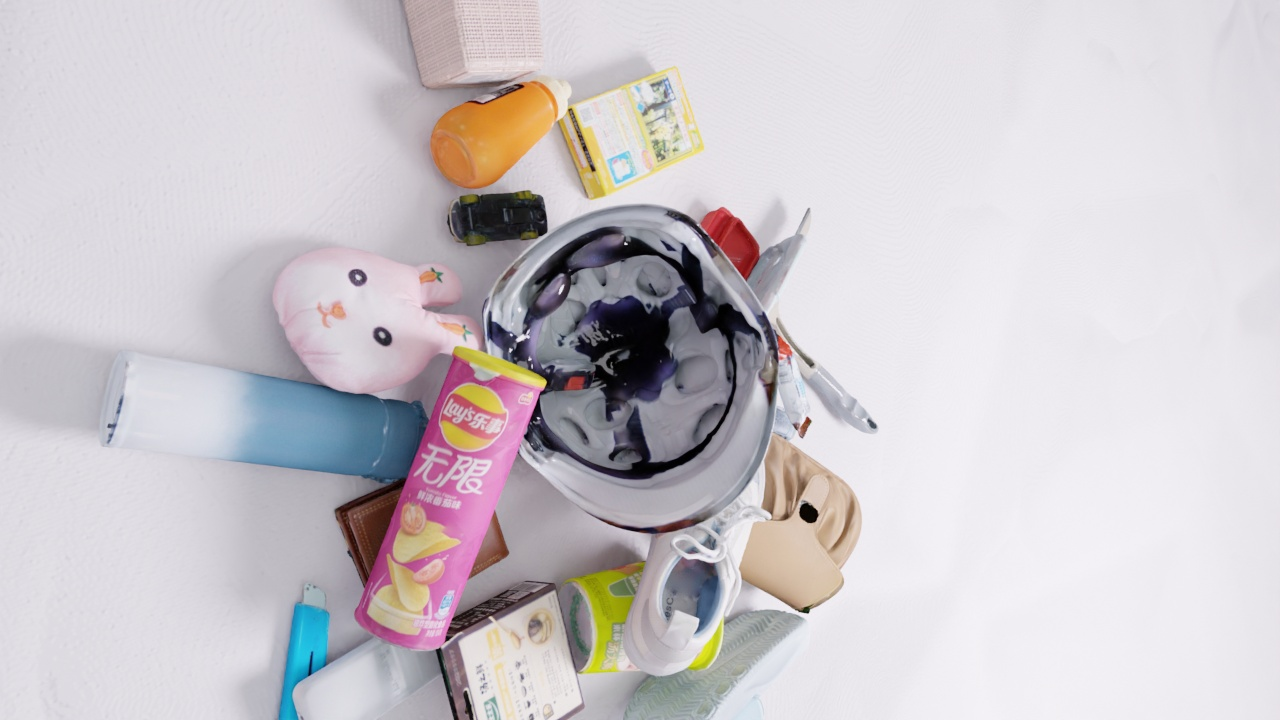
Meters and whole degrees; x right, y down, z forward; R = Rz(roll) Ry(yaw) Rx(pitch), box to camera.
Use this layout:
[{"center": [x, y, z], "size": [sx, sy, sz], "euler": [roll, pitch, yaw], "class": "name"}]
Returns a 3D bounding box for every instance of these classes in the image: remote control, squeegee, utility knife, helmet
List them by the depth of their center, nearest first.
[{"center": [-0.249, 0.245, 0.677], "size": [0.034, 0.018, 0.159], "euler": [8, 82, -37], "class": "utility knife"}, {"center": [-0.199, 0.240, 0.705], "size": [0.135, 0.020, 0.056], "euler": [-25, 104, -46], "class": "remote control"}, {"center": [-0.005, 0.005, 0.774], "size": [0.229, 0.146, 0.258], "euler": [-28, 94, 3], "class": "helmet"}, {"center": [0.191, 0.005, 1.014], "size": [0.246, 0.039, 0.245], "euler": [46, 58, -30], "class": "squeegee"}]

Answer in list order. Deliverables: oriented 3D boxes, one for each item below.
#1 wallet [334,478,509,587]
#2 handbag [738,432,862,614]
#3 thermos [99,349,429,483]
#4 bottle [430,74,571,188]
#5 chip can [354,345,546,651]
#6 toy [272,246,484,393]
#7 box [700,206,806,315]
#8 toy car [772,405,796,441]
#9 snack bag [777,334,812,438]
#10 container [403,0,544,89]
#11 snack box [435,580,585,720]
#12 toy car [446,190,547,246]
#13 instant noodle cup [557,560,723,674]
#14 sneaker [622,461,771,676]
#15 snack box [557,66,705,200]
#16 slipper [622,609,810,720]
[{"center": [-0.170, 0.139, 0.735], "size": [0.124, 0.032, 0.101], "euler": [-25, 107, -35], "class": "wallet"}, {"center": [0.139, 0.158, 0.930], "size": [0.204, 0.100, 0.147], "euler": [33, 67, -27], "class": "handbag"}, {"center": [-0.254, 0.046, 0.649], "size": [0.220, 0.070, 0.070], "euler": [15, 80, -37], "class": "thermos"}, {"center": [-0.108, -0.201, 0.773], "size": [0.149, 0.067, 0.067], "euler": [-46, 116, -38], "class": "bottle"}, {"center": [-0.138, 0.099, 0.669], "size": [0.071, 0.071, 0.210], "euler": [20, 92, -36], "class": "chip can"}, {"center": [-0.193, -0.035, 0.696], "size": [0.159, 0.054, 0.121], "euler": [-14, 72, -45], "class": "toy"}, {"center": [0.082, -0.056, 0.891], "size": [0.095, 0.102, 0.201], "euler": [44, 63, -30], "class": "box"}, {"center": [0.128, 0.061, 0.967], "size": [0.090, 0.034, 0.043], "euler": [25, 77, -33], "class": "toy car"}, {"center": [0.152, 0.024, 0.929], "size": [0.048, 0.026, 0.104], "euler": [-47, 121, -61], "class": "snack bag"}, {"center": [-0.134, -0.282, 0.736], "size": [0.089, 0.090, 0.111], "euler": [-16, 102, -37], "class": "container"}, {"center": [-0.111, 0.254, 0.740], "size": [0.125, 0.053, 0.113], "euler": [-17, 95, -45], "class": "snack box"}, {"center": [-0.122, -0.119, 0.774], "size": [0.090, 0.035, 0.042], "euler": [-11, 94, -37], "class": "toy car"}, {"center": [-0.007, 0.228, 0.817], "size": [0.123, 0.112, 0.111], "euler": [1, 88, -30], "class": "instant noodle cup"}, {"center": [0.056, 0.144, 0.780], "size": [0.089, 0.091, 0.241], "euler": [27, 52, -1], "class": "sneaker"}, {"center": [-0.006, -0.216, 0.869], "size": [0.140, 0.034, 0.087], "euler": [-32, 108, -32], "class": "snack box"}, {"center": [0.080, 0.320, 0.884], "size": [0.244, 0.104, 0.074], "euler": [-25, 106, -42], "class": "slipper"}]
